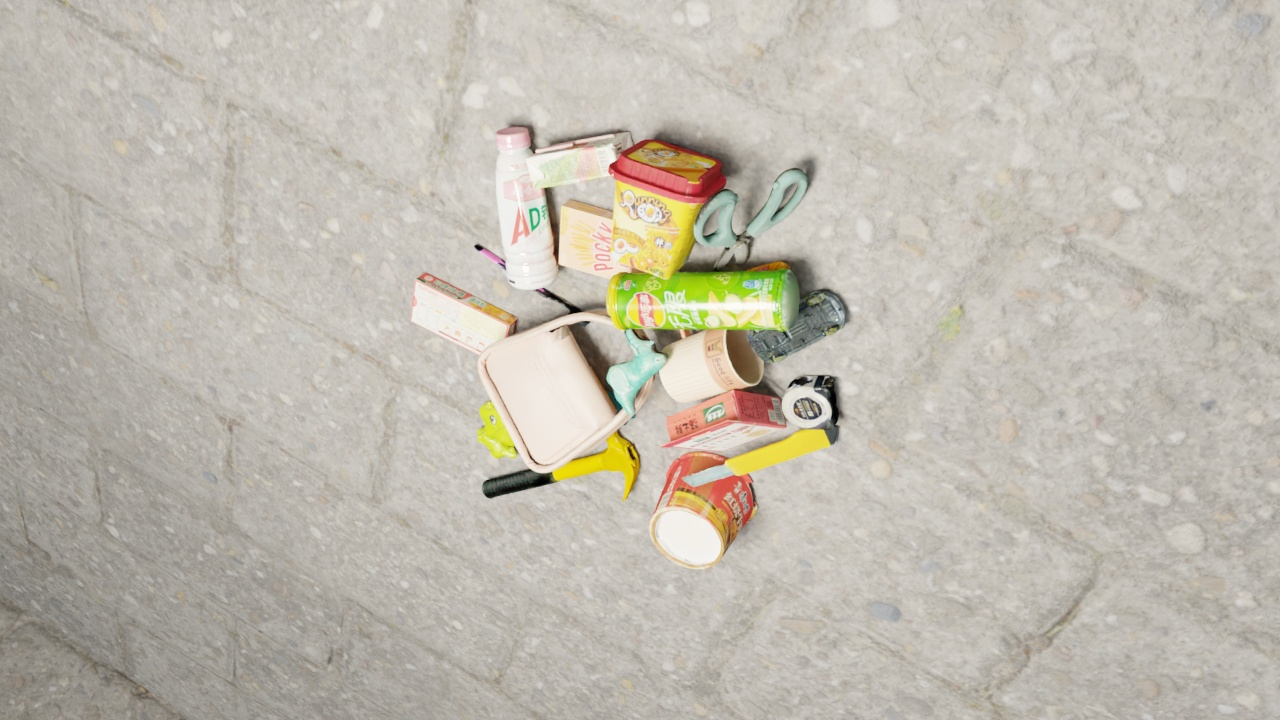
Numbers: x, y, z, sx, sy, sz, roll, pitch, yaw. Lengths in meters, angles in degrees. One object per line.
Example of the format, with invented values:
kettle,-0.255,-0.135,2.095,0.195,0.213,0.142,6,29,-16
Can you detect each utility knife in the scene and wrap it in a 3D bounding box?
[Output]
utility knife,0.154,0.125,1.191,0.216,0.015,0.033,-21,102,16

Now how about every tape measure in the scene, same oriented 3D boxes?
tape measure,0.210,0.052,1.139,0.066,0.033,0.066,1,120,24

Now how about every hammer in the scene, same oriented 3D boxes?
hammer,-0.127,0.172,1.397,0.302,0.032,0.129,-17,111,35

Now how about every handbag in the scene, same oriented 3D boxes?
handbag,-0.085,0.024,1.218,0.235,0.093,0.193,-29,91,29

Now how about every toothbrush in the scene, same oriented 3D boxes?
toothbrush,-0.147,-0.101,1.235,0.189,0.014,0.018,34,140,4

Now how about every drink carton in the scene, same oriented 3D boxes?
drink carton,-0.070,-0.236,1.078,0.123,0.053,0.045,-2,116,29

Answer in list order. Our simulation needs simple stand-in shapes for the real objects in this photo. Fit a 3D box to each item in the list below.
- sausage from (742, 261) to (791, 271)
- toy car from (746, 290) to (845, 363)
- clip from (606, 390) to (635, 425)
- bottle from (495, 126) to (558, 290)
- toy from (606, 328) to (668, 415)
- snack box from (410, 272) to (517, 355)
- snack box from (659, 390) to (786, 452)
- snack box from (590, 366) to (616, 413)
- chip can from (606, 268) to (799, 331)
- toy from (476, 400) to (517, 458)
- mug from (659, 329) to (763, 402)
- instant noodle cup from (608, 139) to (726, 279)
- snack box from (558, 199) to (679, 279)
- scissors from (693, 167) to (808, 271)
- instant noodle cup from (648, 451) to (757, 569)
sausage,0.107,-0.092,1.103,0.165,0.021,0.021,-14,114,33
toy car,0.185,-0.041,1.089,0.121,0.036,0.054,-28,105,27
clip,-0.033,0.066,1.288,0.047,0.014,0.057,-36,98,36
bottle,-0.147,-0.189,1.143,0.068,0.068,0.197,8,121,23
toy,-0.007,0.007,1.146,0.092,0.030,0.096,-41,69,25
snack box,-0.254,-0.059,1.310,0.156,0.026,0.077,26,129,10
snack box,0.101,0.077,1.155,0.113,0.127,0.044,-25,67,37
snack box,-0.107,0.072,1.310,0.154,0.026,0.075,-30,90,39
chip can,0.074,-0.070,1.071,0.222,0.072,0.073,1,121,23
toy,-0.215,0.108,1.400,0.096,0.031,0.100,48,134,-8
mug,0.083,-0.011,1.140,0.106,0.081,0.114,-19,84,37
instant noodle cup,0.022,-0.168,1.028,0.116,0.115,0.124,21,122,13
snack box,-0.026,-0.139,1.138,0.157,0.026,0.085,17,127,16
scissors,0.101,-0.146,1.009,0.019,0.170,0.178,63,141,21
instant noodle cup,0.079,0.212,1.266,0.138,0.108,0.138,14,127,19
